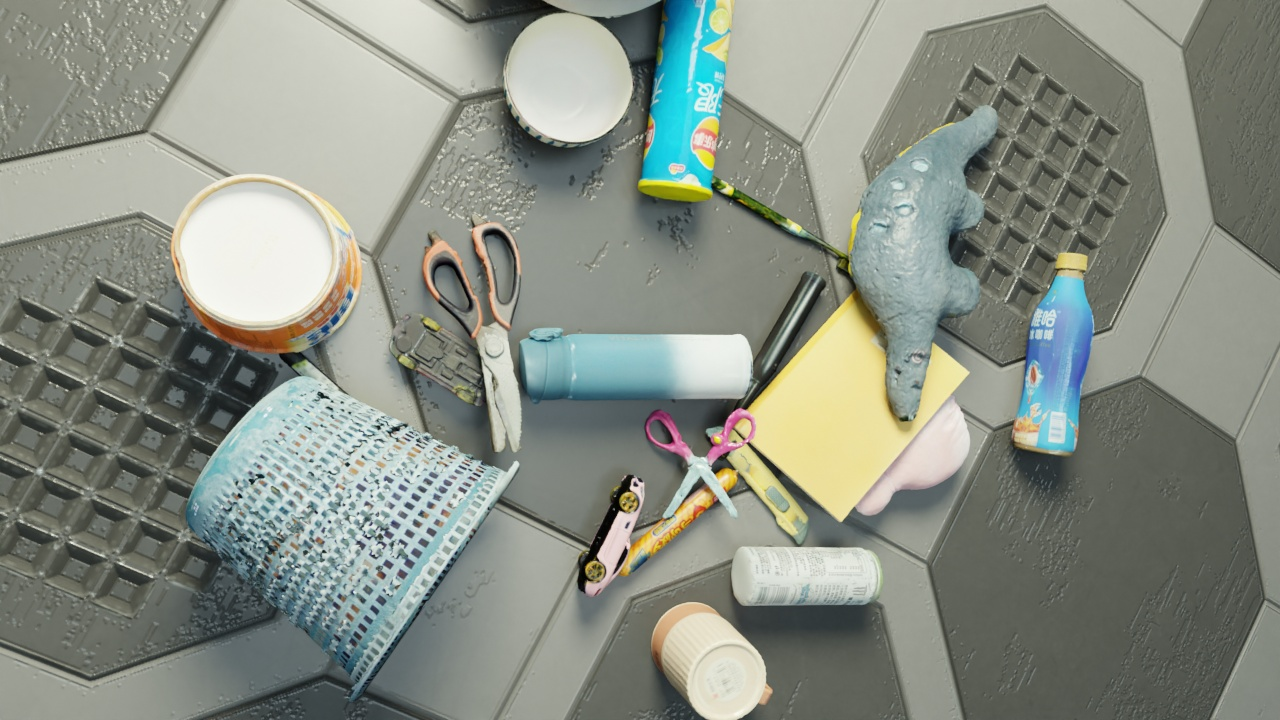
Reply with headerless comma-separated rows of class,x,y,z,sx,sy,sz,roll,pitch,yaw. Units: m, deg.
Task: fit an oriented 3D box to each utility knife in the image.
utility knife,0.123,0.124,0.942,0.031,0.018,0.162,-44,99,-14

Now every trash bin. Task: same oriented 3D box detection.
trash bin,-0.240,0.124,0.748,0.195,0.227,0.226,35,83,-2

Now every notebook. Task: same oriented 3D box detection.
notebook,0.215,0.040,0.934,0.146,0.010,0.206,41,81,10

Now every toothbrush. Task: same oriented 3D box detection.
toothbrush,0.126,0.006,0.924,0.027,0.026,0.212,28,83,16
toothbrush,0.146,-0.136,0.933,0.185,0.012,0.017,27,96,-16

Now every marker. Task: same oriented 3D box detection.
marker,-0.274,0.032,0.823,0.124,0.015,0.018,44,82,-11

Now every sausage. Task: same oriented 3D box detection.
sausage,0.035,0.160,0.912,0.165,0.021,0.021,-39,102,-10

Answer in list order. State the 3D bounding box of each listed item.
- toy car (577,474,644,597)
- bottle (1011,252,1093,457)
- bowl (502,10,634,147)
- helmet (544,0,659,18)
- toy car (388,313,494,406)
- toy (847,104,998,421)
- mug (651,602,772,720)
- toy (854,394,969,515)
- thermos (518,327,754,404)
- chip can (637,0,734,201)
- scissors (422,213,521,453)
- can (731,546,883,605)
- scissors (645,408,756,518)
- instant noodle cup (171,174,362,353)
toy car,-0.025,0.168,0.878,0.037,0.056,0.122,27,86,-12
bottle,0.453,-0.007,1.000,0.065,0.065,0.218,8,90,-16
bowl,-0.070,-0.250,0.837,0.116,0.066,0.116,-1,92,-16
helmet,-0.038,-0.401,0.790,0.229,0.146,0.258,13,78,-11
toy car,-0.177,-0.002,0.838,0.106,0.031,0.049,32,83,-10
toy,0.279,-0.119,0.927,0.137,0.091,0.356,20,78,-21
mug,0.077,0.298,0.888,0.114,0.106,0.081,35,84,-14
toy,0.269,0.087,0.957,0.159,0.054,0.121,-31,92,-13
thermos,-0.005,0.005,0.869,0.220,0.070,0.070,1,93,-16
chip can,0.045,-0.261,0.865,0.071,0.071,0.210,7,91,-16
scissors,-0.147,-0.024,0.819,0.193,0.015,0.206,29,71,-1
can,0.169,0.220,0.934,0.146,0.058,0.058,4,92,-16
scissors,0.055,0.096,0.900,0.135,0.017,0.133,34,91,6
instant noodle cup,-0.306,-0.081,0.751,0.151,0.111,0.151,0,89,-16
